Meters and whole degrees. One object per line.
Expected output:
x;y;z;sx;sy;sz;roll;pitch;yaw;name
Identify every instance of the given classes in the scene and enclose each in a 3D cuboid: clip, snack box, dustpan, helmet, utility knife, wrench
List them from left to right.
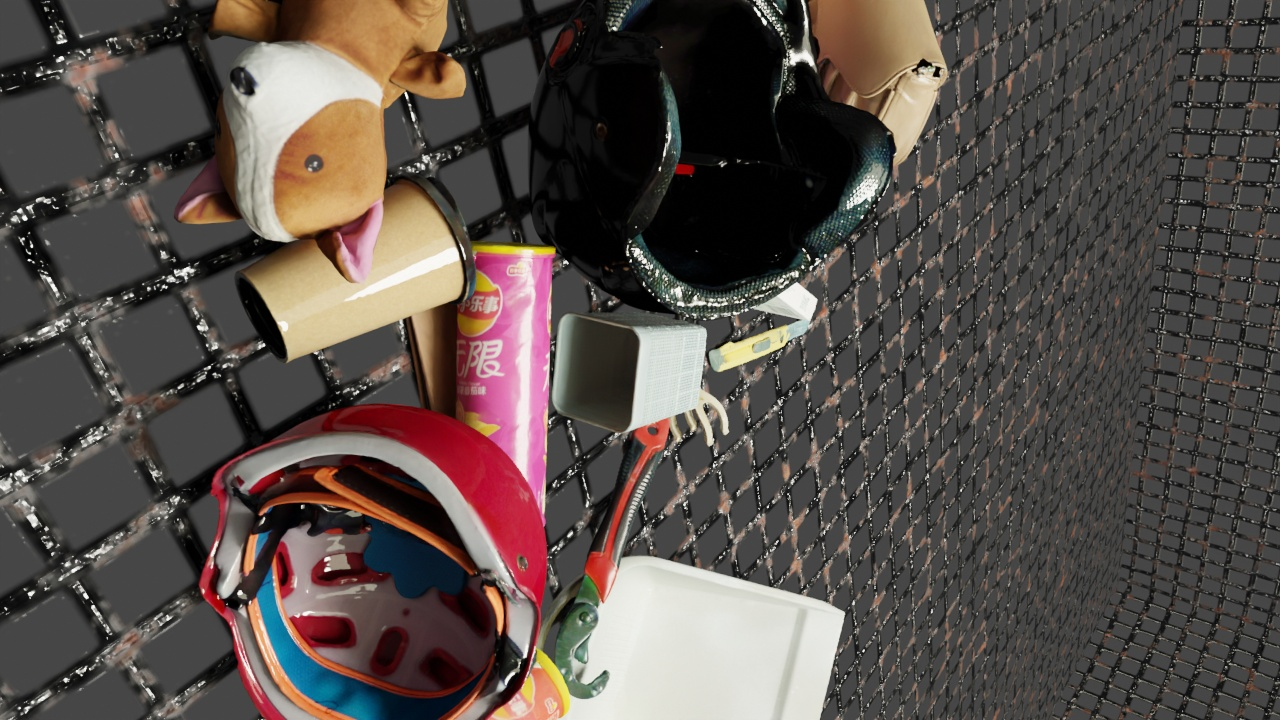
-0.156;0.133;0.595;0.143;0.207;0.240;-66;170;-65;helmet
-0.024;0.173;0.853;0.016;0.056;0.273;126;-19;-72;wrench
0.037;0.301;0.860;0.142;0.258;0.222;54;51;-67;dustpan
0.030;-0.166;0.675;0.233;0.231;0.274;3;90;-39;helmet
0.043;0.040;0.923;0.034;0.092;0.103;-33;91;-38;clip
0.103;-0.082;0.902;0.156;0.085;0.027;29;81;-51;snack box
0.135;-0.021;1.022;0.195;0.020;0.031;-23;125;-49;utility knife

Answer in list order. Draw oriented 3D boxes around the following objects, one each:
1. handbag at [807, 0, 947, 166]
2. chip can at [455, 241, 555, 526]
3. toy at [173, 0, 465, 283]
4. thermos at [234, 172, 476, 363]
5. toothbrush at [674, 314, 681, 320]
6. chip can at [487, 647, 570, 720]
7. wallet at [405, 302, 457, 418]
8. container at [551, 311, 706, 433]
0.196;-0.280;0.825;0.099;0.148;0.204;-2;68;-16;handbag
-0.100;0.020;0.672;0.071;0.071;0.210;-8;104;-49;chip can
-0.179;-0.153;0.515;0.130;0.140;0.199;28;84;-78;toy
-0.175;-0.058;0.582;0.143;0.093;0.093;-31;125;-30;thermos
0.030;-0.080;0.873;0.016;0.014;0.190;-42;130;-35;toothbrush
-0.155;0.320;0.732;0.216;0.073;0.073;-33;125;-37;chip can
-0.129;-0.004;0.704;0.101;0.020;0.115;-29;121;-43;wallet
-0.005;0.005;0.800;0.111;0.090;0.090;-8;109;-51;container
